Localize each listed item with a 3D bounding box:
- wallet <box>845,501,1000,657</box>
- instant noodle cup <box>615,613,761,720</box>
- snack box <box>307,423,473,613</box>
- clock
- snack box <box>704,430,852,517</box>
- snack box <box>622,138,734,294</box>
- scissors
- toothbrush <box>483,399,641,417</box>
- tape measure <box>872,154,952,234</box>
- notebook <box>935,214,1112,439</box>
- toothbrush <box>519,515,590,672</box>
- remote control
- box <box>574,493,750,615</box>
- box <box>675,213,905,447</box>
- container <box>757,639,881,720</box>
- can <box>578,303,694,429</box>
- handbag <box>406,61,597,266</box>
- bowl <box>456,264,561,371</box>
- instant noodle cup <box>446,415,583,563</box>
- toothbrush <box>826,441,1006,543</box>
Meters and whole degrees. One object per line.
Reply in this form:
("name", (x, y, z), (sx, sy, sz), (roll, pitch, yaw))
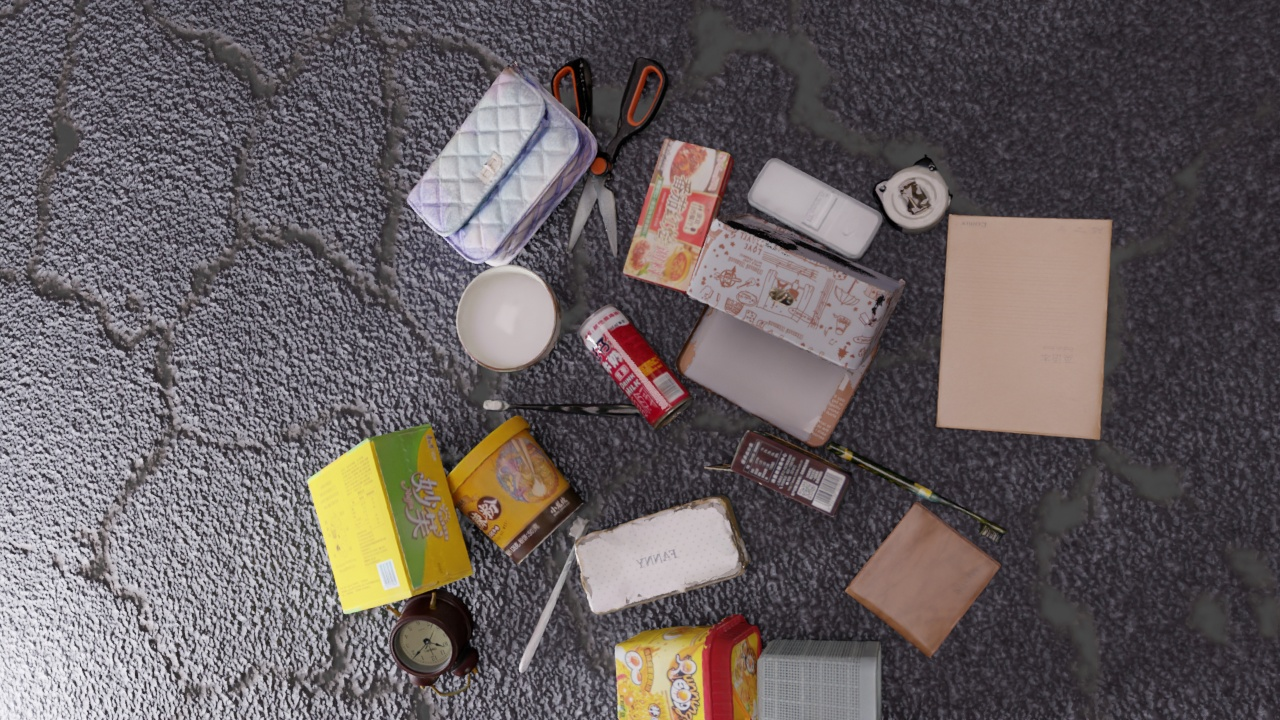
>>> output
("wallet", (0.274, 0.212, 0.893), (0.101, 0.020, 0.115), (37, 93, 12))
("instant noodle cup", (0.047, 0.312, 0.901), (0.124, 0.116, 0.116), (-5, 85, 26))
("snack box", (-0.264, 0.168, 0.949), (0.211, 0.069, 0.157), (-28, 77, 51))
("clock", (-0.221, 0.305, 0.986), (0.082, 0.055, 0.122), (-18, 102, 10))
("snack box", (0.136, 0.105, 0.884), (0.126, 0.113, 0.053), (25, 91, 14))
("snack box", (0.040, -0.152, 0.971), (0.075, 0.025, 0.153), (18, 91, 15))
("scissors", (-0.047, -0.234, 1.005), (0.211, 0.021, 0.222), (42, 102, 16))
("toothbrush", (-0.085, 0.052, 0.996), (0.181, 0.018, 0.015), (2, 84, 13))
("tape measure", (0.272, -0.160, 0.909), (0.066, 0.033, 0.066), (-31, 79, 12))
("notebook", (0.370, -0.035, 0.888), (0.149, 0.012, 0.211), (4, 87, 13))
("toothbrush", (-0.096, 0.251, 0.985), (0.016, 0.016, 0.180), (23, 92, 23))
("remote control", (0.178, -0.155, 0.939), (0.136, 0.020, 0.056), (31, 93, 15))
("box", (0.016, 0.200, 0.939), (0.184, 0.059, 0.089), (-17, 82, 15))
("box", (0.128, -0.021, 0.888), (0.183, 0.156, 0.194), (27, 107, 17))
("container", (0.171, 0.316, 0.876), (0.111, 0.090, 0.090), (0, 86, 17))
("can", (-0.006, 0.006, 0.958), (0.053, 0.053, 0.132), (-42, 78, 8))
("handbag", (-0.150, -0.207, 0.990), (0.134, 0.075, 0.194), (44, 102, 15))
("bowl", (-0.135, -0.042, 0.990), (0.113, 0.062, 0.113), (-1, 84, 14))
("instant noodle cup", (-0.131, 0.138, 0.954), (0.118, 0.118, 0.114), (-44, 86, 8))
("toothbrush", (0.268, 0.128, 0.902), (0.186, 0.012, 0.017), (27, 100, 14))
